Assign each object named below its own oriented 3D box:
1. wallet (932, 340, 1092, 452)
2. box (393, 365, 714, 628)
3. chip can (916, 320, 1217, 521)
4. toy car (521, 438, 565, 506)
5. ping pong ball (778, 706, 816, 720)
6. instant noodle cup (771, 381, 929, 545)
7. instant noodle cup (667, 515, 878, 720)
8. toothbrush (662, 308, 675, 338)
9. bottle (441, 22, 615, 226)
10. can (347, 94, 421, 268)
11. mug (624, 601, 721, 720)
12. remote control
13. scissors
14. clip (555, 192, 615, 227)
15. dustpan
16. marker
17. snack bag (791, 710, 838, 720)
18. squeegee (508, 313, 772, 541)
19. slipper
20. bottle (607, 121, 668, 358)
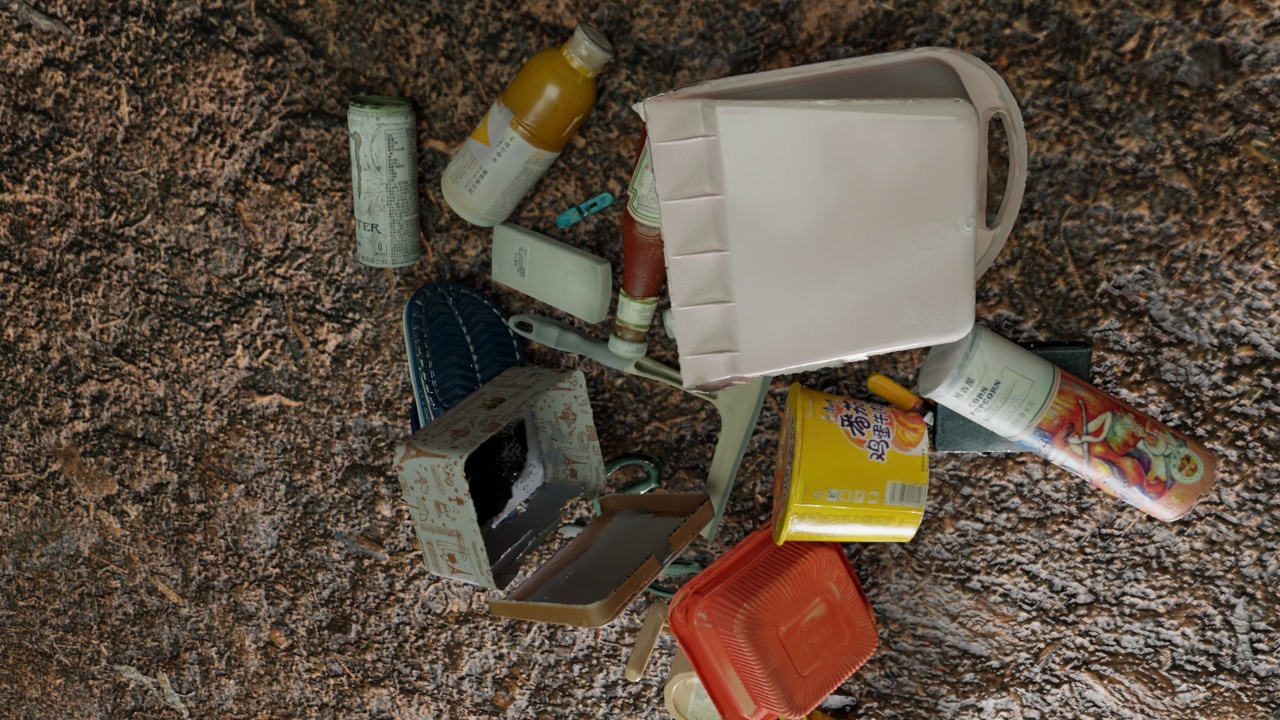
[{"bbox_3d":[0.304,0.032,0.756,0.121,0.019,0.097,-1,113,11],"label":"wallet"},{"bbox_3d":[-0.064,0.110,0.762,0.194,0.182,0.157,1,115,33],"label":"box"},{"bbox_3d":[0.327,0.045,0.709,0.214,0.071,0.071,28,118,-2],"label":"chip can"},{"bbox_3d":[-0.088,0.107,0.913,0.048,0.032,0.105,29,119,4],"label":"toy car"},{"bbox_3d":[0.160,0.357,0.940,0.040,0.040,0.040,7,115,15],"label":"ping pong ball"},{"bbox_3d":[0.174,0.091,0.770,0.110,0.137,0.138,6,115,3],"label":"instant noodle cup"},{"bbox_3d":[0.132,0.235,0.820,0.164,0.188,0.079,60,161,-13],"label":"instant noodle cup"},{"bbox_3d":[0.127,-0.051,0.760,0.221,0.026,0.026,-11,74,16],"label":"toothbrush"},{"bbox_3d":[-0.093,-0.194,0.761,0.068,0.067,0.190,44,118,-4],"label":"bottle"},{"bbox_3d":[-0.229,-0.160,0.825,0.058,0.058,0.147,10,116,13],"label":"can"},{"bbox_3d":[0.054,0.297,0.911,0.125,0.103,0.084,18,117,9],"label":"mug"},{"bbox_3d":[-0.080,-0.079,0.806,0.135,0.019,0.056,24,120,34],"label":"remote control"},{"bbox_3d":[0.008,0.179,0.923,0.178,0.019,0.171,33,117,0],"label":"scissors"},{"bbox_3d":[-0.048,-0.132,0.801,0.057,0.049,0.015,-24,102,15],"label":"clip"},{"bbox_3d":[0.148,-0.107,0.664,0.274,0.138,0.223,-1,118,10],"label":"dustpan"},{"bbox_3d":[0.249,0.046,0.790,0.124,0.015,0.018,32,120,-1],"label":"marker"},{"bbox_3d":[0.210,0.446,0.931,0.246,0.068,0.158,34,121,-11],"label":"snack bag"},{"bbox_3d":[-0.005,0.005,0.838,0.247,0.039,0.247,21,103,11],"label":"squeegee"},{"bbox_3d":[-0.169,0.048,0.883,0.095,0.105,0.253,8,106,60],"label":"slipper"},{"bbox_3d":[0.010,-0.101,0.764,0.060,0.059,0.206,17,111,10],"label":"bottle"}]
